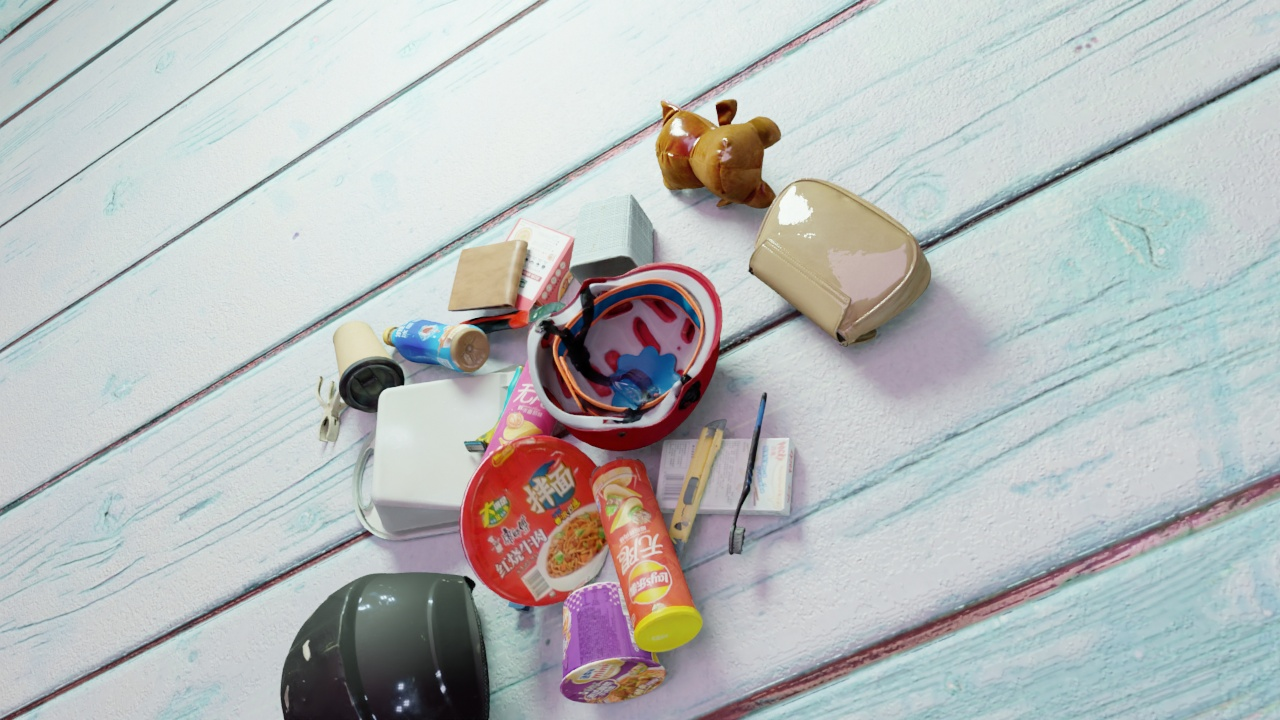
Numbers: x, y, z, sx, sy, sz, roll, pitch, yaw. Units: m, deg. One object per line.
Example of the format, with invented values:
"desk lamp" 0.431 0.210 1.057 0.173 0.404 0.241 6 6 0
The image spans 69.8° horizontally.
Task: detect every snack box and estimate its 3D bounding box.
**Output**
"snack box" -0.154 -0.127 1.295 0.113 0.044 0.127 25 80 34
"snack box" 0.095 0.132 1.045 0.157 0.027 0.084 -3 65 26

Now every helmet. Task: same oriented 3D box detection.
"helmet" -0.283 0.356 1.021 0.275 0.230 0.233 -39 50 30
"helmet" -0.006 0.006 1.095 0.239 0.144 0.207 -36 58 -11

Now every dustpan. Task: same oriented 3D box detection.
"dustpan" -0.273 0.136 1.247 0.257 0.143 0.222 -1 61 -5

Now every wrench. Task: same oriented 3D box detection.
"wrench" -0.178 -0.049 1.237 0.274 0.016 0.056 -1 49 48

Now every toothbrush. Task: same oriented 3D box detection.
"toothbrush" 0.122 0.122 1.010 0.016 0.014 0.189 4 67 28

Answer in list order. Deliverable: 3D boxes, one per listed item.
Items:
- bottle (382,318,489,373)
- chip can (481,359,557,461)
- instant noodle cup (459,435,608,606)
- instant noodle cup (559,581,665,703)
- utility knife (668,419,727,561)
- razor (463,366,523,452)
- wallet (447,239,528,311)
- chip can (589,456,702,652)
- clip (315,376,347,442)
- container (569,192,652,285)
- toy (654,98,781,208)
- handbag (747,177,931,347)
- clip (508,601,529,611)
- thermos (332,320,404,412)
"bottle" -0.298 -0.025 1.298 0.219 0.065 0.065 8 69 46
"chip can" -0.139 0.070 1.159 0.071 0.071 0.210 8 64 30
"instant noodle cup" -0.129 0.185 1.064 0.066 0.193 0.193 -16 54 56
"instant noodle cup" -0.037 0.301 0.986 0.112 0.111 0.099 -26 47 14
"utility knife" 0.058 0.156 1.031 0.031 0.020 0.196 8 77 38
"razor" -0.181 0.064 1.196 0.043 0.028 0.132 -9 46 47
"wallet" -0.214 -0.117 1.283 0.115 0.020 0.101 -2 67 30
"chip can" 0.001 0.205 0.994 0.073 0.073 0.216 -33 43 9
"clip" -0.467 0.066 1.371 0.092 0.035 0.103 21 85 30
"container" -0.034 -0.153 1.221 0.090 0.090 0.111 -9 59 23
"toy" 0.095 -0.270 1.196 0.200 0.130 0.140 21 115 45
"handbag" 0.228 -0.114 1.061 0.148 0.099 0.204 -50 54 7
"clip" -0.141 0.272 1.105 0.026 0.038 0.058 -3 66 28
"thermos" -0.403 0.006 1.337 0.093 0.093 0.143 -41 45 3
